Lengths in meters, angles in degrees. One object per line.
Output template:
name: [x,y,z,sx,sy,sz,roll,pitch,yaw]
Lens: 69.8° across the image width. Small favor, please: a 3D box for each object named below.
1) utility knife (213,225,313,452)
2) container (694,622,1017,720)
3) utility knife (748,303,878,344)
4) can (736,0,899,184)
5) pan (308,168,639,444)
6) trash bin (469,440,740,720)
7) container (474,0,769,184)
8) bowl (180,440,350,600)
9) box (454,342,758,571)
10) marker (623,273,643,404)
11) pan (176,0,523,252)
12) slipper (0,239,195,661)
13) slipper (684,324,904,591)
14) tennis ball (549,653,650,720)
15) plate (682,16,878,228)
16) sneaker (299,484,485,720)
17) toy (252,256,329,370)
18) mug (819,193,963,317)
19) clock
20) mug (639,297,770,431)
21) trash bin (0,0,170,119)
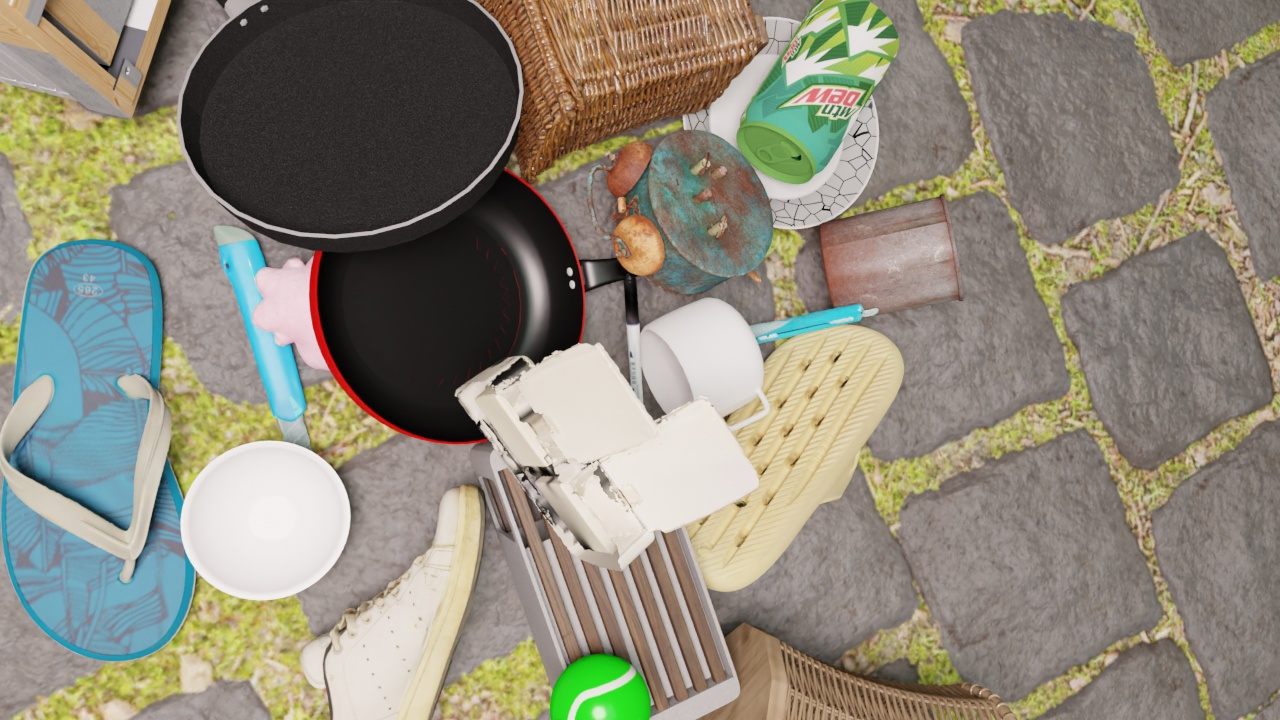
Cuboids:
utility knife: [-0.274,-0.006,0.678,0.031,0.015,0.196,-15,92,-15]
container: [0.141,0.321,0.683,0.196,0.227,0.226,23,80,-7]
utility knife: [0.141,-0.033,0.767,0.022,0.118,0.015,45,43,-43]
can: [0.147,-0.227,0.768,0.083,0.083,0.144,35,77,-12]
pan: [-0.078,-0.060,0.713,0.355,0.067,0.209,-15,97,-35]
trash bin: [-0.032,0.154,0.689,0.114,0.115,0.229,-20,92,-18]
container: [-0.028,-0.291,0.694,0.183,0.162,0.250,-16,89,-17]
bowl: [-0.266,0.112,0.659,0.109,0.041,0.110,1,86,-17]
box: [-0.030,0.054,0.546,0.065,0.186,0.145,-44,105,-41]
marker: [-0.004,0.004,0.735,0.011,0.011,0.152,-10,111,-18]
pan: [-0.240,-0.213,0.638,0.356,0.034,0.225,40,70,16]
slipper: [-0.374,0.060,0.622,0.118,0.060,0.295,-3,87,-14]
slipper: [0.120,0.082,0.760,0.111,0.079,0.261,27,68,28]
tennis ball: [-0.026,0.223,0.590,0.065,0.065,0.065,1,86,-17]
plate: [0.124,-0.209,0.814,0.188,0.016,0.188,1,86,-17]
sneaker: [-0.184,0.198,0.662,0.102,0.089,0.241,19,85,-7]
toy: [-0.235,-0.037,0.673,0.093,0.050,0.102,6,88,-29]
mug: [0.215,-0.085,0.789,0.110,0.123,0.096,-5,86,17]
clock: [0.031,-0.117,0.712,0.157,0.073,0.121,3,73,-33]
mug: [0.054,0.009,0.730,0.068,0.094,0.115,-25,57,-20]
trash bin: [-0.437,-0.267,0.549,0.247,0.142,0.142,14,82,-1]
